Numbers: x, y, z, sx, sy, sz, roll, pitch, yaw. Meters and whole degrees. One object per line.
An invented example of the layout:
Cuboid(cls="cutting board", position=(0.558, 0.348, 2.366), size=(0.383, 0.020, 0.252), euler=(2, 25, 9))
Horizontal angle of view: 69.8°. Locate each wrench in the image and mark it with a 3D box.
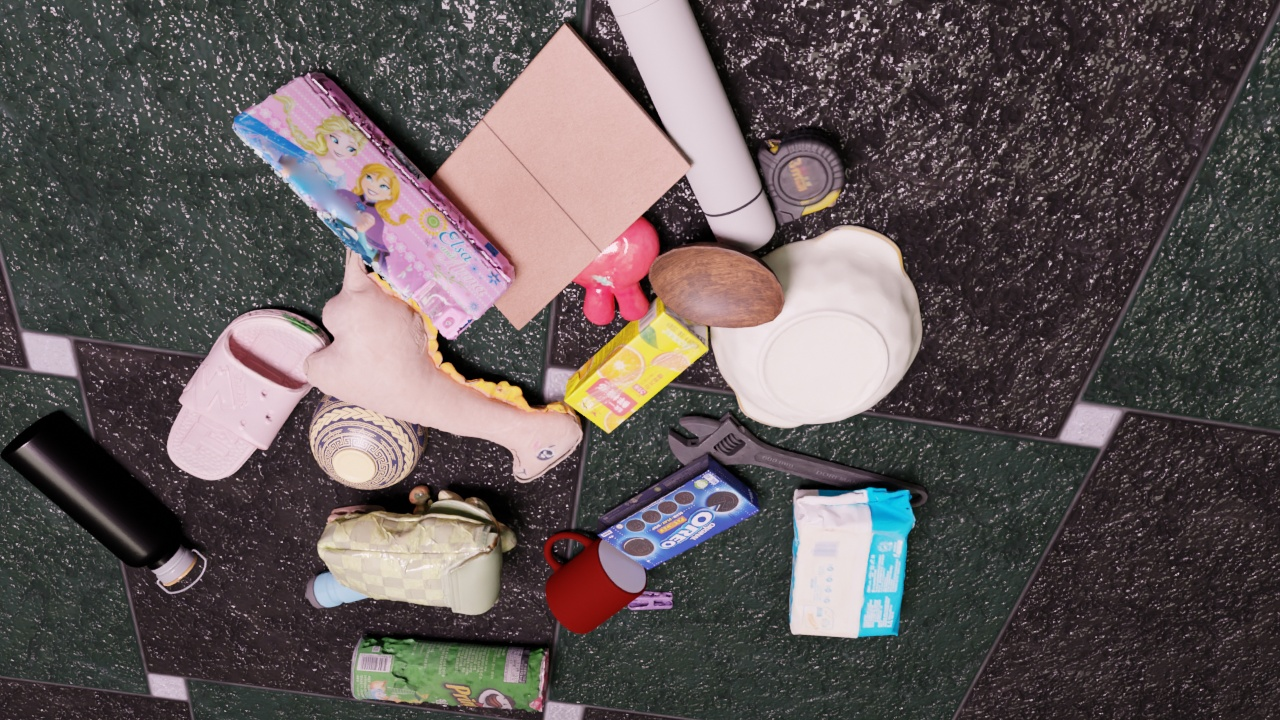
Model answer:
Cuboid(cls="wrench", position=(0.158, 0.104, 0.908), size=(0.273, 0.018, 0.073), euler=(16, 127, -9))

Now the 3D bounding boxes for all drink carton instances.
Cuboid(cls="drink carton", position=(-0.005, 0.005, 0.835), size=(0.058, 0.042, 0.135), euler=(38, 118, -21))

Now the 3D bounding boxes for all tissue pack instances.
Cuboid(cls="tissue pack", position=(0.212, 0.205, 0.938), size=(0.117, 0.065, 0.210), euler=(-1, 127, 5))

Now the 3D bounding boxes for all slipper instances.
Cuboid(cls="slipper", position=(-0.384, 0.044, 0.868), size=(0.094, 0.064, 0.240), euler=(36, 119, -19))

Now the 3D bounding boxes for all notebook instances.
Cuboid(cls="notebook", position=(-0.079, -0.138, 0.733), size=(0.210, 0.008, 0.141), euler=(-40, 95, 28))

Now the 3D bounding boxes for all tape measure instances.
Cuboid(cls="tape measure", position=(0.131, -0.152, 0.730), size=(0.063, 0.038, 0.067), euler=(-14, 117, 22))

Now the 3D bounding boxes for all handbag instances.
Cuboid(cls="handbag", position=(-0.219, 0.180, 0.920), size=(0.186, 0.116, 0.113), euler=(7, 135, -2))

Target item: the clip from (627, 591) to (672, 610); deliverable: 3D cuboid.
Cuboid(cls="clip", position=(0.011, 0.271, 1.027), size=(0.053, 0.013, 0.036), euler=(-11, 123, 7))

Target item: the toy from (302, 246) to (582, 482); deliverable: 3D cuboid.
Cuboid(cls="toy", position=(-0.166, 0.011, 0.838), size=(0.264, 0.065, 0.196), euler=(18, 118, -14))

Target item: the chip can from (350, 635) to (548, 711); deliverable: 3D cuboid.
Cuboid(cls="chip can", position=(-0.220, 0.363, 1.062), size=(0.223, 0.075, 0.076), euler=(3, 123, 1))

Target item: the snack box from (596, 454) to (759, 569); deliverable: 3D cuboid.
Cuboid(cls="snack box", position=(0.037, 0.157, 0.931), size=(0.151, 0.027, 0.082), euler=(-34, 122, 28))

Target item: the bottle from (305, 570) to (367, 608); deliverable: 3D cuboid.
Cuboid(cls="bottle", position=(-0.311, 0.243, 1.008), size=(0.130, 0.040, 0.040), euler=(-17, 121, 14))

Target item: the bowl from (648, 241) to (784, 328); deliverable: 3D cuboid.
Cuboid(cls="bowl", position=(0.065, -0.068, 0.754), size=(0.114, 0.026, 0.102), euler=(1, 144, 30))

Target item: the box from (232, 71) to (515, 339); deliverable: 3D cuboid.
Cuboid(cls="box", position=(-0.211, -0.111, 0.715), size=(0.085, 0.096, 0.230), euler=(-38, 102, 26))

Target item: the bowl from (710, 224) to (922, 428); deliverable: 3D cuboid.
Cuboid(cls="bowl", position=(0.157, -0.010, 0.808), size=(0.188, 0.060, 0.220), euler=(18, 122, -9))

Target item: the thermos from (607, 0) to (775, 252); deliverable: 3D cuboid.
Cuboid(cls="thermos", position=(0.045, -0.183, 0.703), size=(0.052, 0.052, 0.224), euler=(-20, 120, 15))

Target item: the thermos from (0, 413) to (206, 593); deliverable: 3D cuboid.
Cuboid(cls="thermos", position=(-0.544, 0.158, 0.951), size=(0.061, 0.061, 0.231), euler=(-24, 119, 17))

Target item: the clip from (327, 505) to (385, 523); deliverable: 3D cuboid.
Cuboid(cls="clip", position=(-0.297, 0.163, 0.973), size=(0.061, 0.043, 0.025), euler=(10, 124, 12))

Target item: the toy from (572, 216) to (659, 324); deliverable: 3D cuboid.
Cuboid(cls="toy", position=(-0.028, -0.091, 0.771), size=(0.092, 0.045, 0.135), euler=(-10, 117, 11))

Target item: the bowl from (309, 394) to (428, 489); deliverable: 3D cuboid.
Cuboid(cls="bowl", position=(-0.269, 0.084, 0.888), size=(0.112, 0.061, 0.113), euler=(1, 123, 2))

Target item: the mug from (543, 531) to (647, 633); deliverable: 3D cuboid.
Cuboid(cls="mug", position=(-0.057, 0.224, 0.972), size=(0.083, 0.073, 0.105), euler=(-42, 83, 25))
